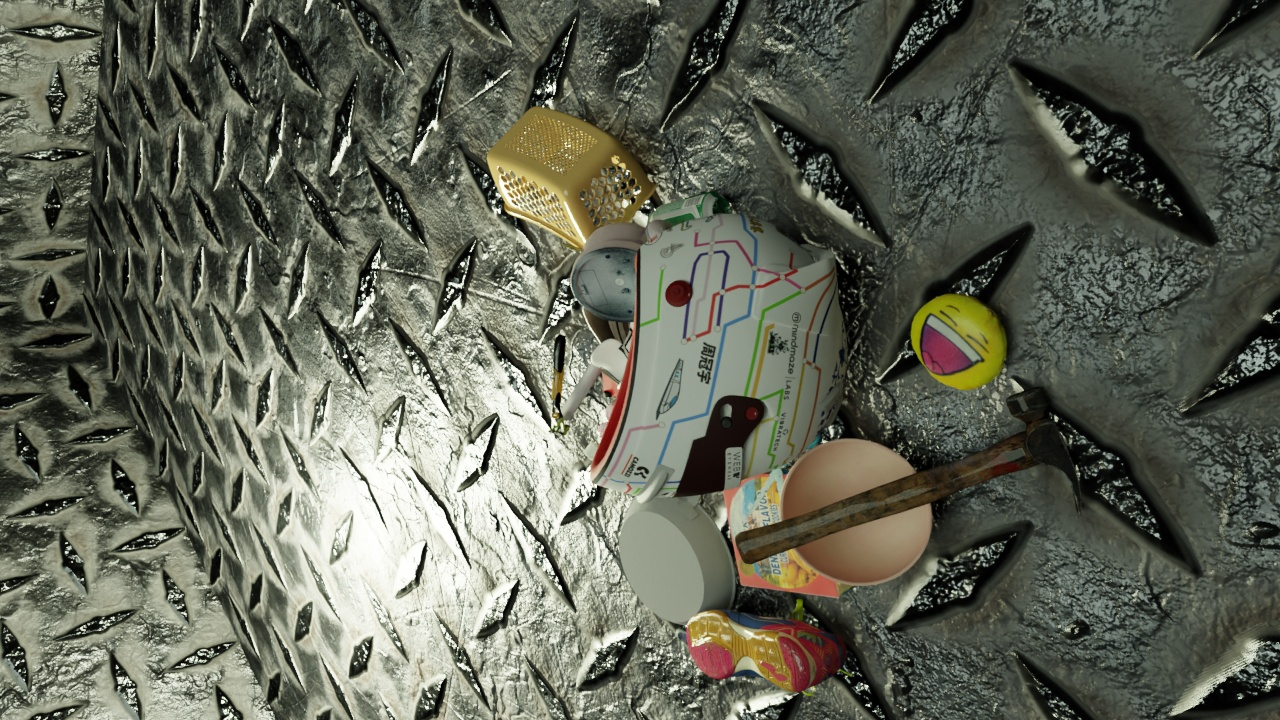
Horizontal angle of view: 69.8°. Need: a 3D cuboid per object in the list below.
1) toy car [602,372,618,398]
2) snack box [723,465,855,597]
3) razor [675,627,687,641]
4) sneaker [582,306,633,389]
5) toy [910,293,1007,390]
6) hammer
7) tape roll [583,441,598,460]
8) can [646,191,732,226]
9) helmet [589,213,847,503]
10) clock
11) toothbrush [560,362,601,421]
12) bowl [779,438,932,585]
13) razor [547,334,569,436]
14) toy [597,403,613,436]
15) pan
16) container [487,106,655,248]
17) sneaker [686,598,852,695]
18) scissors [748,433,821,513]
[{"bbox_3d":[-0.022,0.033,1.218,0.090,0.025,0.038,14,112,48],"label":"toy car"},{"bbox_3d":[0.169,0.195,1.066,0.145,0.040,0.142,-7,97,46],"label":"snack box"},{"bbox_3d":[0.097,0.376,1.211,0.141,0.018,0.044,-2,101,46],"label":"razor"},{"bbox_3d":[-0.007,0.006,1.115,0.091,0.097,0.245,-45,57,41],"label":"sneaker"},{"bbox_3d":[0.300,-0.018,0.867,0.095,0.041,0.094,49,137,23],"label":"toy"},{"bbox_3d":[0.246,0.141,0.886,0.331,0.033,0.120,-25,82,23],"label":"hammer"},{"bbox_3d":[-0.034,0.143,1.227,0.094,0.094,0.019,35,87,33],"label":"tape roll"},{"bbox_3d":[0.057,-0.162,1.063,0.101,0.053,0.053,-7,97,46],"label":"can"},{"bbox_3d":[0.091,0.009,0.950,0.236,0.230,0.315,12,104,-3],"label":"helmet"},{"bbox_3d":[-0.002,-0.106,1.059,0.158,0.058,0.117,-8,137,17],"label":"clock"},{"bbox_3d":[-0.070,0.022,1.273,0.188,0.019,0.018,-55,43,41],"label":"toothbrush"},{"bbox_3d":[0.228,0.152,0.953,0.153,0.076,0.153,0,90,25],"label":"bowl"},{"bbox_3d":[-0.116,0.035,1.308,0.044,0.021,0.144,4,91,57],"label":"razor"},{"bbox_3d":[-0.009,0.098,1.215,0.109,0.041,0.096,26,105,31],"label":"toy"},{"bbox_3d":[0.058,0.201,1.185,0.201,0.050,0.357,36,128,33],"label":"pan"},{"bbox_3d":[-0.080,-0.213,1.149,0.183,0.129,0.167,31,164,36],"label":"container"},{"bbox_3d":[0.149,0.349,1.109,0.242,0.090,0.116,-12,90,57],"label":"sneaker"},{"bbox_3d":[0.150,0.117,1.041,0.119,0.014,0.129,21,79,51],"label":"scissors"}]
